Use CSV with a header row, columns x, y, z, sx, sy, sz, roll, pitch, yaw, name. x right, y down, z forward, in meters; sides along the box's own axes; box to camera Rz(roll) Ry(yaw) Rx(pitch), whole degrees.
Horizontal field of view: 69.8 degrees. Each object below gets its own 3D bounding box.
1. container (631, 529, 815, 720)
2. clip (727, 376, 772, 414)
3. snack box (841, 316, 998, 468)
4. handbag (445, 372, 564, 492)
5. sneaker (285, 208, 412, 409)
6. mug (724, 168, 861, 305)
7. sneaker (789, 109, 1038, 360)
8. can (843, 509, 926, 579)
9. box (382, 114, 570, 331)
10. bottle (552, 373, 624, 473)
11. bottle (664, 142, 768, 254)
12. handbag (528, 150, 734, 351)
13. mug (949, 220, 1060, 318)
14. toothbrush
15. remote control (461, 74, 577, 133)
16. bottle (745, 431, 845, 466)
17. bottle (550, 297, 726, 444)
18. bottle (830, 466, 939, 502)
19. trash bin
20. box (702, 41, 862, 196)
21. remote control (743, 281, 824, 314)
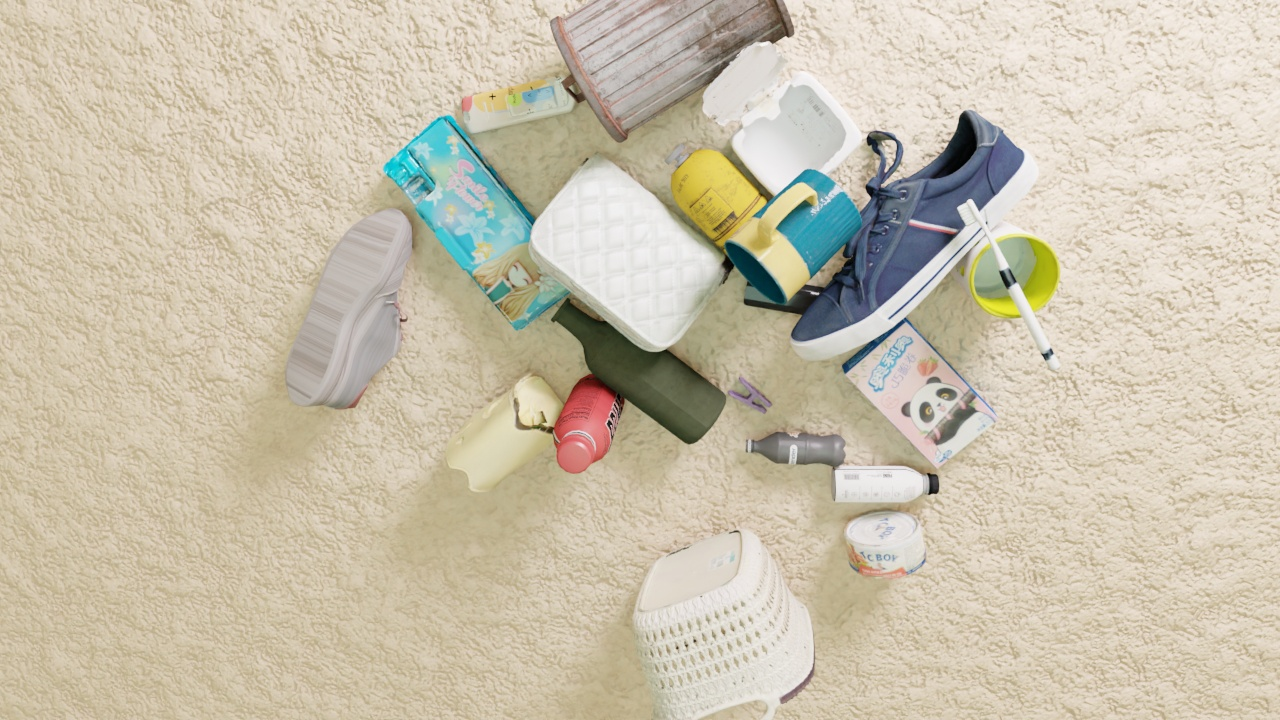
x,y,z,sx,sy,sz,roll,pitch,yaw,name
0.086,0.288,1.000,0.185,0.251,0.143,-21,95,10,container
0.123,0.042,1.030,0.051,0.013,0.033,38,109,-9,clip
0.303,0.034,0.997,0.154,0.033,0.088,44,106,-8,snack box
-0.146,0.079,1.019,0.119,0.111,0.081,-38,92,15,handbag
-0.301,-0.050,1.017,0.099,0.089,0.236,27,90,32,sneaker
0.143,-0.122,0.857,0.107,0.113,0.083,-42,68,-4,mug
0.240,-0.130,0.907,0.127,0.120,0.295,41,99,-18,sneaker
0.273,0.205,1.027,0.086,0.086,0.043,-11,106,9,can
-0.169,-0.145,0.986,0.094,0.039,0.227,-36,101,15,box
-0.057,0.069,0.971,0.062,0.176,0.062,2,108,5,bottle
0.091,-0.155,0.939,0.164,0.071,0.071,44,107,-8,bottle
-0.013,-0.108,0.954,0.195,0.072,0.138,40,76,-7,handbag
0.357,-0.094,0.911,0.082,0.106,0.083,2,108,5,mug
0.345,-0.068,0.858,0.017,0.012,0.187,-27,103,27,toothbrush
-0.127,-0.266,0.955,0.126,0.018,0.038,-9,106,11,remote control
0.173,0.099,1.029,0.110,0.036,0.036,2,108,5,bottle
-0.006,0.006,1.001,0.207,0.071,0.071,37,108,-6,bottle
0.274,0.139,1.029,0.116,0.041,0.041,-1,108,6,bottle
0.023,-0.307,0.867,0.211,0.130,0.131,-28,103,12,trash bin
0.130,-0.240,0.897,0.111,0.101,0.189,-43,119,15,box
0.185,-0.063,0.987,0.147,0.015,0.033,10,108,3,remote control
